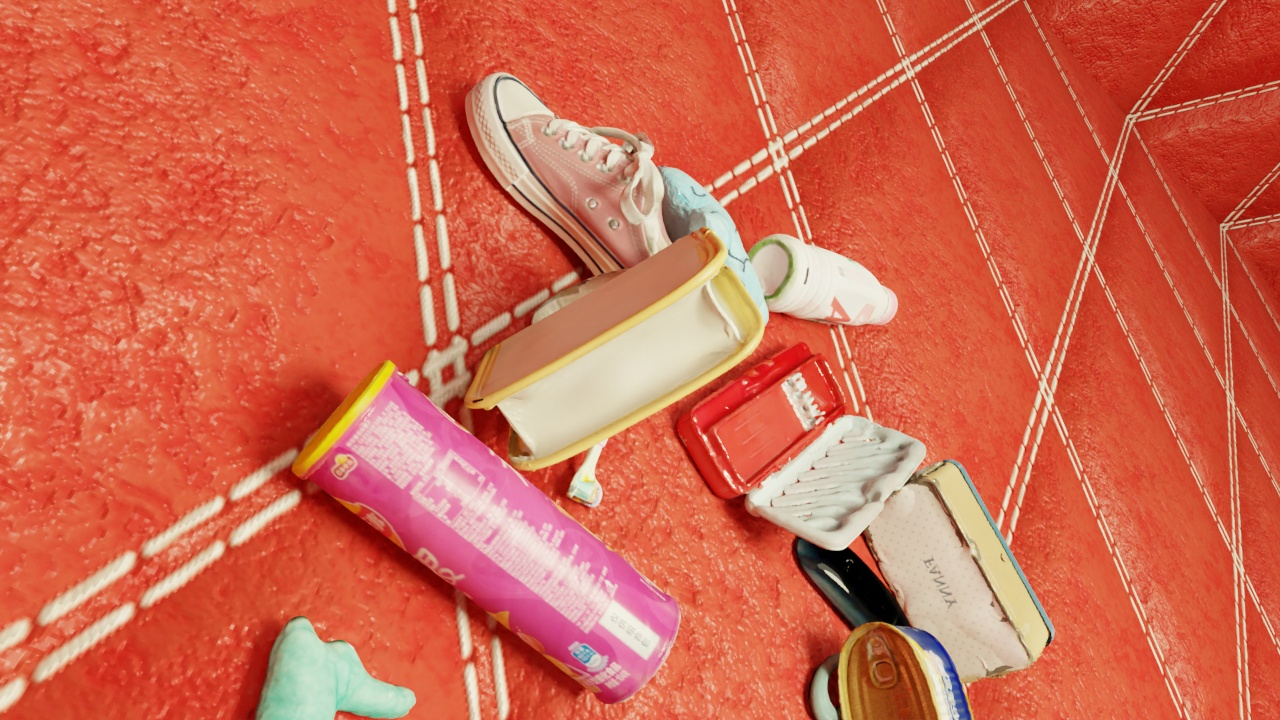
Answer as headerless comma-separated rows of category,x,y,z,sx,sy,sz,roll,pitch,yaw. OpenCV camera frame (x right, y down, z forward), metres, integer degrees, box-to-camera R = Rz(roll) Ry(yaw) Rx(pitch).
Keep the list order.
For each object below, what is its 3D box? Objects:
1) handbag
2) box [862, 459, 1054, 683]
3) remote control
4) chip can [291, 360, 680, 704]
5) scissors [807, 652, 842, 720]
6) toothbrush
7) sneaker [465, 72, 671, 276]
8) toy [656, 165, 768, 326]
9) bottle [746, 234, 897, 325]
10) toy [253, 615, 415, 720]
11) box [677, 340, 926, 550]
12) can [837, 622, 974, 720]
handbag,-0.016,-0.018,0.553,0.063,0.163,0.178,59,8,-20
box,0.258,0.178,0.750,0.063,0.090,0.184,-19,81,-51
remote control,0.171,0.182,0.709,0.136,0.024,0.053,48,40,-9
chip can,-0.076,0.094,0.484,0.210,0.072,0.071,43,41,-16
scissors,0.187,0.287,0.656,0.176,0.019,0.171,22,48,-35
toothbrush,-0.004,0.003,0.595,0.029,0.020,0.189,37,69,-45
sneaker,-0.025,-0.125,0.664,0.241,0.088,0.118,50,34,1
toy,0.055,-0.095,0.734,0.161,0.050,0.156,58,2,3
bottle,0.177,-0.066,0.857,0.196,0.068,0.068,10,57,-45
toy,-0.143,0.161,0.401,0.096,0.030,0.091,30,47,-36
box,0.130,0.065,0.721,0.160,0.064,0.200,43,36,16
can,0.179,0.248,0.603,0.049,0.075,0.148,17,53,-40
